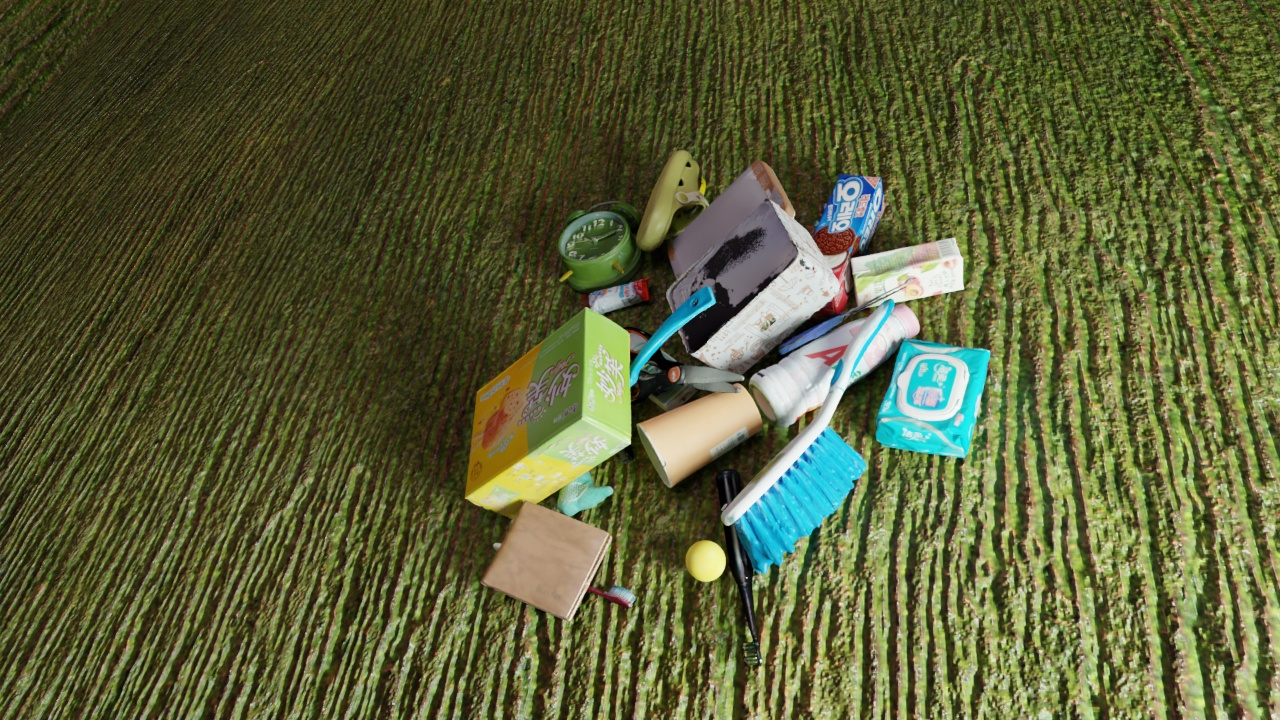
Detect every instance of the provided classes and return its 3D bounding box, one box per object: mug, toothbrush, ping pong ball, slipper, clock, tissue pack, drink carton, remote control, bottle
[{"bbox_3d":[0.067,0.078,1.004,0.122,0.078,0.078,-26,46,-8],"label":"mug"},{"bbox_3d":[-0.045,0.056,1.108,0.016,0.014,0.189,-44,44,15],"label":"toothbrush"},{"bbox_3d":[0.065,0.200,0.917,0.040,0.040,0.040,-11,48,13],"label":"ping pong ball"},{"bbox_3d":[-0.084,0.224,0.976,0.188,0.016,0.017,14,50,31],"label":"toothbrush"},{"bbox_3d":[0.099,0.202,0.913,0.027,0.026,0.212,2,48,-7],"label":"toothbrush"},{"bbox_3d":[0.049,-0.209,1.265,0.081,0.092,0.190,28,45,-7],"label":"slipper"},{"bbox_3d":[-0.056,-0.165,1.276,0.116,0.056,0.160,-6,49,16],"label":"clock"},{"bbox_3d":[0.305,0.036,0.956,0.093,0.050,0.133,8,54,29],"label":"tissue pack"},{"bbox_3d":[0.310,-0.103,1.073,0.123,0.053,0.045,-11,46,13],"label":"drink carton"},{"bbox_3d":[0.012,0.012,1.118,0.056,0.019,0.135,-40,48,-14],"label":"remote control"},{"bbox_3d":[0.217,0.000,1.014,0.196,0.068,0.068,-30,46,-9],"label":"bottle"}]

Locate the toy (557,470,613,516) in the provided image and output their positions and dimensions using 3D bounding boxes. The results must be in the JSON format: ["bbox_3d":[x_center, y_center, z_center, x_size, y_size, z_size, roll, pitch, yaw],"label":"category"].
[{"bbox_3d":[-0.080,0.139,1.040,0.096,0.030,0.091,-27,41,9],"label":"toy"}]

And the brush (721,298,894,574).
[{"bbox_3d":[0.194,0.070,0.936,0.313,0.061,0.109,-42,86,-18],"label":"brush"}]

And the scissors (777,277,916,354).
[{"bbox_3d":[0.222,-0.047,1.016,0.174,0.163,0.012,-28,89,-17],"label":"scissors"}]

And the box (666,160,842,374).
[{"bbox_3d":[0.116,-0.123,1.112,0.177,0.082,0.259,-42,37,23],"label":"box"}]

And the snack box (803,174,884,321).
[{"bbox_3d":[0.245,-0.142,1.132,0.058,0.057,0.207,10,56,28],"label":"snack box"}]

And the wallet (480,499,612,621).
[{"bbox_3d":[-0.099,0.209,0.969,0.115,0.020,0.101,14,64,27],"label":"wallet"}]

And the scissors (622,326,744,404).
[{"bbox_3d":[0.033,0.000,1.040,0.235,0.021,0.148,-23,63,44],"label":"scissors"}]

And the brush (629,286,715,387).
[{"bbox_3d":[-0.006,0.006,1.034,0.255,0.045,0.083,-45,41,29],"label":"brush"}]

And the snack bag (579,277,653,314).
[{"bbox_3d":[-0.031,-0.084,1.215,0.105,0.026,0.045,-15,50,12],"label":"snack bag"}]

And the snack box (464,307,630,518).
[{"bbox_3d":[-0.104,0.061,1.026,0.211,0.070,0.157,-35,39,34],"label":"snack box"}]
